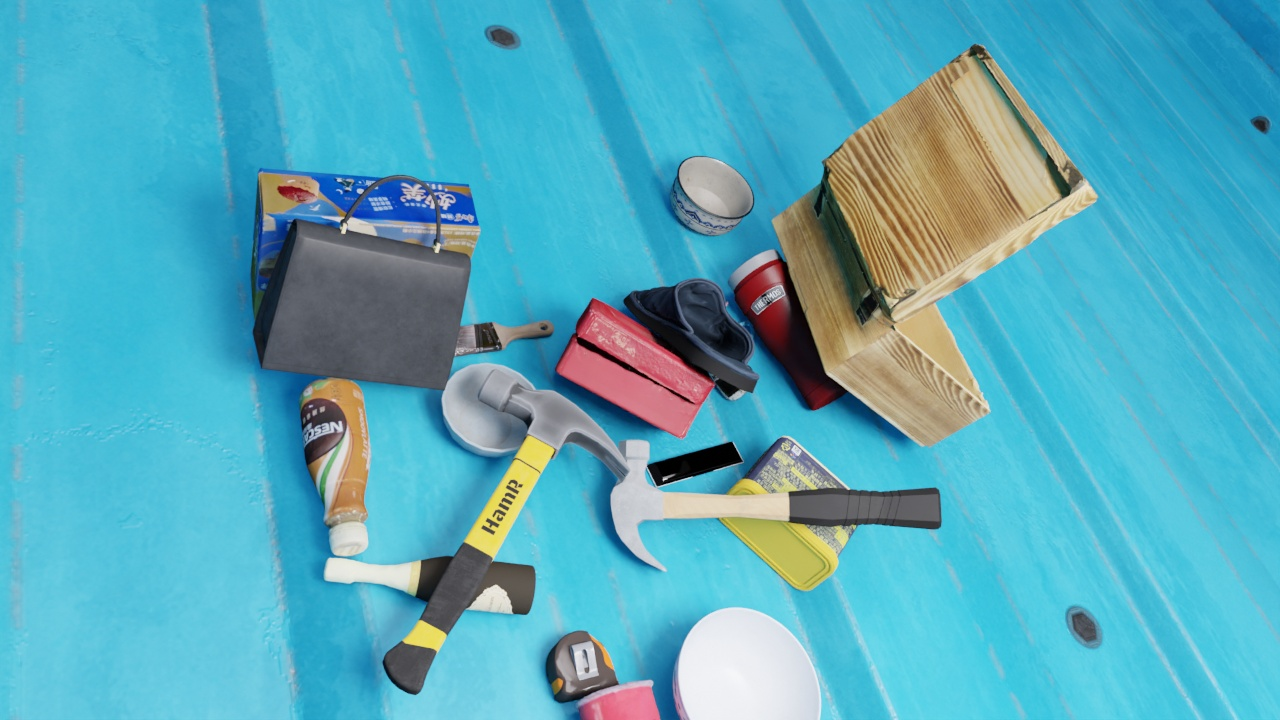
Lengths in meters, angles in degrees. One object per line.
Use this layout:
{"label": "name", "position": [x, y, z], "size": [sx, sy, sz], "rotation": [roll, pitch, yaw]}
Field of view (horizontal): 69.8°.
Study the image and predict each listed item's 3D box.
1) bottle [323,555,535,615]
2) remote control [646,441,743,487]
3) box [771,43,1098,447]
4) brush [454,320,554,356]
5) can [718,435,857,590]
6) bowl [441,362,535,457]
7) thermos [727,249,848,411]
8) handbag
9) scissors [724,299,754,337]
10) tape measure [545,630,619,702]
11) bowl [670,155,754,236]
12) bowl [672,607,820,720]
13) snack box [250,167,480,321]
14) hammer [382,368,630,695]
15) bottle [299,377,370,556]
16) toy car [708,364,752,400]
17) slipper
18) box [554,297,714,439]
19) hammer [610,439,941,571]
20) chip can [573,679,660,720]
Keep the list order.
{"label": "bottle", "position": [-0.189, 0.198, 0.826], "size": [0.184, 0.046, 0.045], "rotation": [10, 52, -15]}
{"label": "remote control", "position": [0.064, 0.115, 1.034], "size": [0.124, 0.012, 0.028], "rotation": [-11, 62, -32]}
{"label": "box", "position": [0.355, -0.134, 1.073], "size": [0.286, 0.337, 0.278], "rotation": [30, 36, -36]}
{"label": "brush", "position": [-0.164, -0.027, 1.027], "size": [0.151, 0.012, 0.039], "rotation": [-10, 60, -31]}
{"label": "can", "position": [0.168, 0.164, 1.009], "size": [0.135, 0.075, 0.104], "rotation": [42, 46, 7]}
{"label": "bowl", "position": [-0.156, 0.057, 0.950], "size": [0.106, 0.039, 0.106], "rotation": [13, 51, -17]}
{"label": "thermos", "position": [0.199, -0.039, 1.171], "size": [0.198, 0.084, 0.108], "rotation": [59, 18, 15]}
{"label": "handbag", "position": [-0.247, -0.082, 0.863], "size": [0.175, 0.196, 0.072], "rotation": [9, 25, -33]}
{"label": "scissors", "position": [0.098, -0.028, 1.162], "size": [0.095, 0.015, 0.142], "rotation": [32, 54, -3]}
{"label": "tape measure", "position": [-0.054, 0.277, 0.838], "size": [0.058, 0.038, 0.058], "rotation": [-3, 58, -28]}
{"label": "bowl", "position": [0.092, -0.219, 1.264], "size": [0.115, 0.059, 0.115], "rotation": [13, 51, -17]}
{"label": "bowl", "position": [0.086, 0.313, 0.856], "size": [0.144, 0.074, 0.143], "rotation": [13, 51, -17]}
{"label": "snack box", "position": [-0.283, -0.110, 0.933], "size": [0.202, 0.155, 0.069], "rotation": [0, 55, -27]}
{"label": "hammer", "position": [-0.131, 0.154, 0.835], "size": [0.170, 0.034, 0.323], "rotation": [29, 49, 0]}
{"label": "bottle", "position": [-0.278, 0.098, 0.847], "size": [0.059, 0.059, 0.167], "rotation": [-1, 57, -27]}
{"label": "toy car", "position": [0.095, -0.006, 1.108], "size": [0.040, 0.049, 0.112], "rotation": [-12, 69, -36]}
{"label": "slipper", "position": [0.069, -0.047, 1.024], "size": [0.109, 0.083, 0.265], "rotation": [27, 7, -25]}
{"label": "box", "position": [-0.010, 0.013, 0.987], "size": [0.157, 0.129, 0.097], "rotation": [32, 92, -5]}
{"label": "hammer", "position": [0.134, 0.148, 0.930], "size": [0.328, 0.039, 0.131], "rotation": [0, 79, 4]}
{"label": "chip can", "position": [0.008, 0.393, 0.762], "size": [0.073, 0.073, 0.232], "rotation": [-2, 58, -28]}
